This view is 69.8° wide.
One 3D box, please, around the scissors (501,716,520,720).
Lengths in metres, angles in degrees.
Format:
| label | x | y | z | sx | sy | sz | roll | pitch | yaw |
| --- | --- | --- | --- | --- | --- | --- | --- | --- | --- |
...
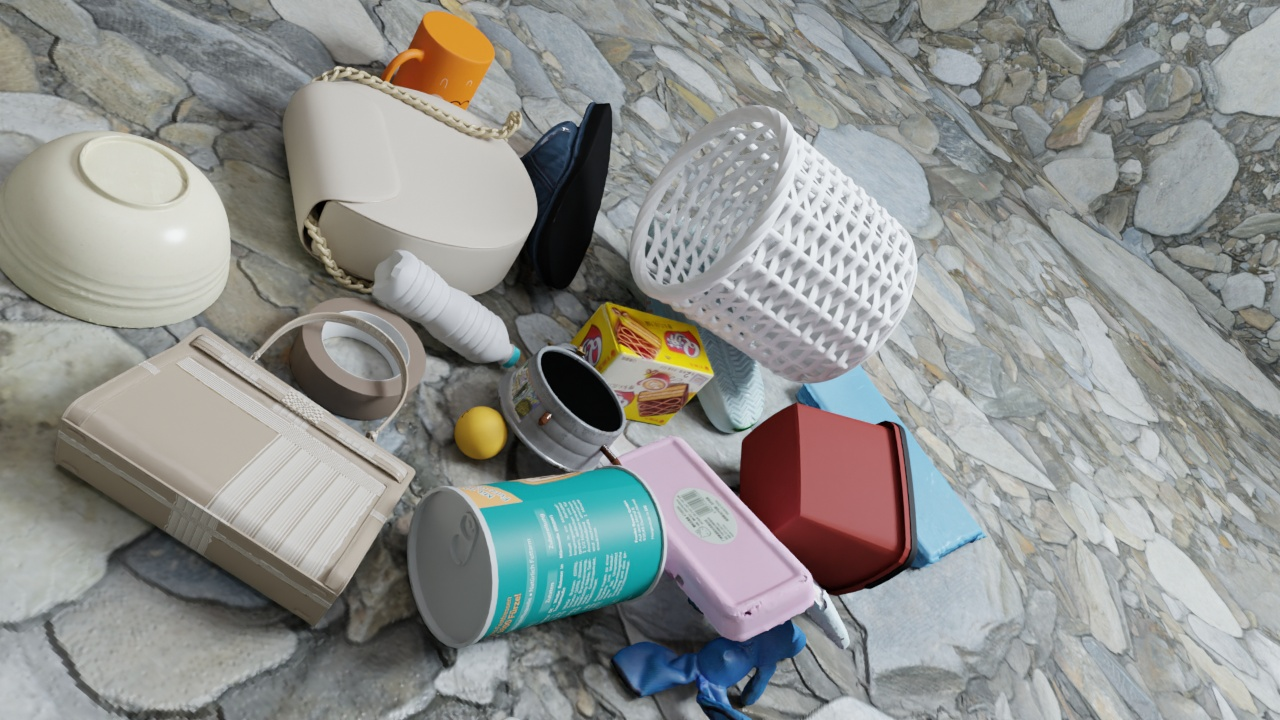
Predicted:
| label | x | y | z | sx | sy | sz | roll | pitch | yaw |
| --- | --- | --- | --- | --- | --- | --- | --- | --- | --- |
| scissors | -0.037 | 0.275 | 0.565 | 0.153 | 0.014 | 0.130 | 33 | 36 | -6 |

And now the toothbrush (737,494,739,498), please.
| label | x | y | z | sx | sy | sz | roll | pitch | yaw |
| --- | --- | --- | --- | --- | --- | --- | --- | --- | --- |
| toothbrush | 0.133 | 0.115 | 0.888 | 0.134 | 0.016 | 0.021 | -16 | 68 | -49 |

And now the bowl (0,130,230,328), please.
| label | x | y | z | sx | sy | sz | roll | pitch | yaw |
| --- | --- | --- | --- | --- | --- | --- | --- | --- | --- |
| bowl | -0.351 | -0.103 | 0.625 | 0.150 | 0.076 | 0.150 | 24 | 38 | -21 |

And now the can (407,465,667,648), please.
| label | x | y | z | sx | sy | sz | roll | pitch | yaw |
| --- | --- | --- | --- | --- | --- | --- | --- | --- | --- |
| can | -0.068 | 0.127 | 0.619 | 0.143 | 0.099 | 0.099 | -1 | 53 | -43 |

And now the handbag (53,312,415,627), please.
| label | x | y | z | sx | sy | sz | roll | pitch | yaw |
| --- | --- | --- | --- | --- | --- | --- | --- | --- | --- |
| handbag | -0.222 | 0.036 | 0.589 | 0.175 | 0.062 | 0.197 | 36 | 42 | -7 |

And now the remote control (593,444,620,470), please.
| label | x | y | z | sx | sy | sz | roll | pitch | yaw |
| --- | --- | --- | --- | --- | --- | --- | --- | --- | --- |
| remote control | -0.024 | 0.093 | 0.770 | 0.131 | 0.012 | 0.033 | 50 | 34 | 12 |

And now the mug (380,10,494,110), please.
| label | x | y | z | sx | sy | sz | roll | pitch | yaw |
| --- | --- | --- | --- | --- | --- | --- | --- | --- | --- |
| mug | -0.215 | -0.288 | 0.925 | 0.077 | 0.096 | 0.112 | 51 | 37 | 13 |

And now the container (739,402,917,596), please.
| label | x | y | z | sx | sy | sz | roll | pitch | yaw |
| --- | --- | --- | --- | --- | --- | --- | --- | --- | --- |
| container | 0.193 | 0.134 | 0.827 | 0.200 | 0.127 | 0.147 | 22 | 52 | -22 |

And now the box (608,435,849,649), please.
| label | x | y | z | sx | sy | sz | roll | pitch | yaw |
| --- | --- | --- | --- | --- | --- | --- | --- | --- | --- |
| box | 0.063 | 0.147 | 0.702 | 0.111 | 0.101 | 0.201 | -22 | 36 | -18 |

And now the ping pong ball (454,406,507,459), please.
| label | x | y | z | sx | sy | sz | roll | pitch | yaw |
| --- | --- | --- | --- | --- | --- | --- | --- | --- | --- |
| ping pong ball | -0.121 | 0.055 | 0.697 | 0.040 | 0.040 | 0.040 | 24 | 39 | -22 |

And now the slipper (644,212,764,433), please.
| label | x | y | z | sx | sy | sz | roll | pitch | yaw |
| --- | --- | --- | --- | --- | --- | --- | --- | --- | --- |
| slipper | 0.052 | -0.039 | 0.932 | 0.103 | 0.074 | 0.245 | -5 | 72 | -48 |

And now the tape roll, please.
| label | x | y | z | sx | sy | sz | roll | pitch | yaw |
| --- | --- | --- | --- | --- | --- | --- | --- | --- | --- |
| tape roll | -0.210 | -0.002 | 0.685 | 0.093 | 0.030 | 0.093 | 24 | 39 | -22 |

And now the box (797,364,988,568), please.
| label | x | y | z | sx | sy | sz | roll | pitch | yaw |
| --- | --- | --- | --- | --- | --- | --- | --- | --- | --- |
| box | 0.290 | 0.104 | 1.012 | 0.174 | 0.060 | 0.231 | -6 | 55 | -47 |

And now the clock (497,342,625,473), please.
| label | x | y | z | sx | sy | sz | roll | pitch | yaw |
| --- | --- | --- | --- | --- | --- | --- | --- | --- | --- |
| clock | -0.063 | 0.030 | 0.738 | 0.104 | 0.056 | 0.147 | 33 | 26 | -29 |

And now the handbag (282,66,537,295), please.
| label | x | y | z | sx | sy | sz | roll | pitch | yaw |
| --- | --- | --- | --- | --- | --- | --- | --- | --- | --- |
| handbag | -0.195 | -0.158 | 0.802 | 0.208 | 0.104 | 0.210 | 5 | 47 | -34 |

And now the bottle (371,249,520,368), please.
| label | x | y | z | sx | sy | sz | roll | pitch | yaw |
| --- | --- | --- | --- | --- | --- | --- | --- | --- | --- |
| bottle | -0.153 | -0.036 | 0.744 | 0.136 | 0.044 | 0.044 | 38 | 32 | -35 |

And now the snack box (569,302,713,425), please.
| label | x | y | z | sx | sy | sz | roll | pitch | yaw |
| --- | --- | --- | --- | --- | --- | --- | --- | --- | --- |
| snack box | -0.005 | 0.005 | 0.820 | 0.105 | 0.084 | 0.061 | 13 | 45 | -34 |

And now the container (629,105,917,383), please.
| label | x | y | z | sx | sy | sz | roll | pitch | yaw |
| --- | --- | --- | --- | --- | --- | --- | --- | --- | --- |
| container | 0.120 | -0.099 | 0.834 | 0.186 | 0.190 | 0.189 | 30 | 36 | -33 |

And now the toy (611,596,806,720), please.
| label | x | y | z | sx | sy | sz | roll | pitch | yaw |
| --- | --- | --- | --- | --- | --- | --- | --- | --- | --- |
| toy | 0.076 | 0.223 | 0.681 | 0.176 | 0.071 | 0.113 | -10 | 48 | -47 |

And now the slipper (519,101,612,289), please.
| label | x | y | z | sx | sy | sz | roll | pitch | yaw |
| --- | --- | --- | --- | --- | --- | --- | --- | --- | --- |
| slipper | -0.090 | -0.174 | 0.934 | 0.083 | 0.109 | 0.264 | 7 | 46 | 6 |
